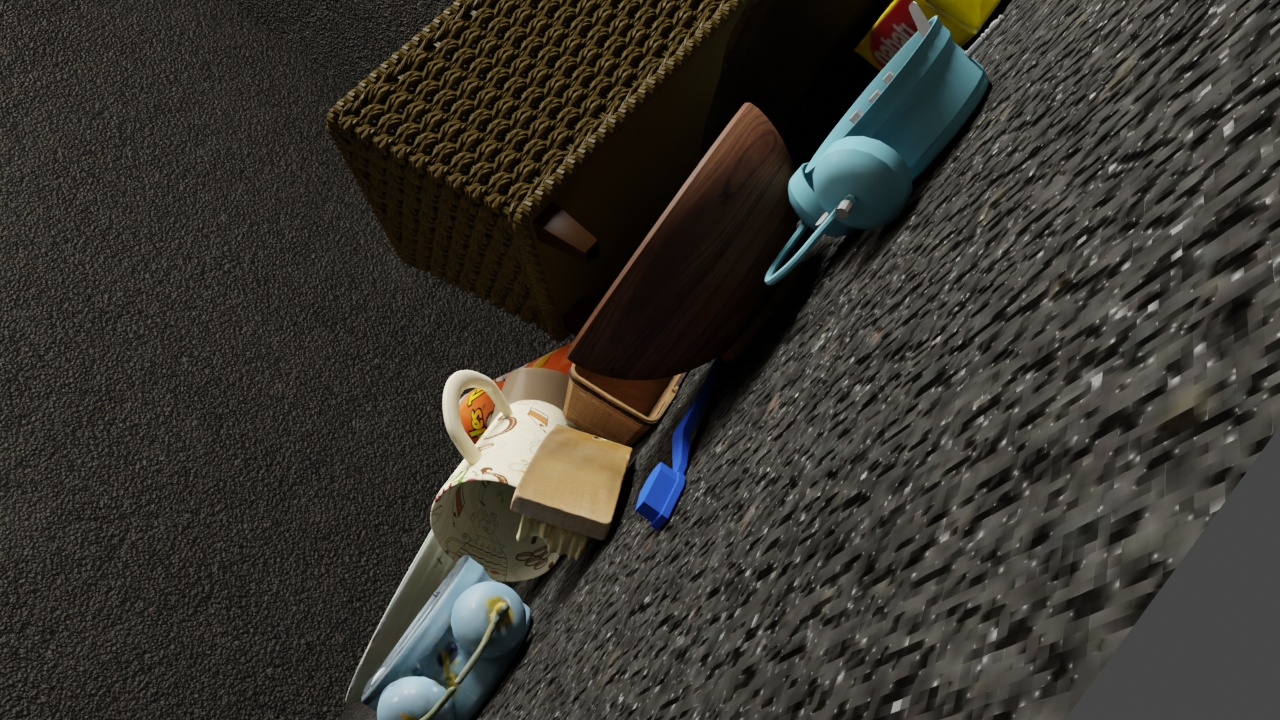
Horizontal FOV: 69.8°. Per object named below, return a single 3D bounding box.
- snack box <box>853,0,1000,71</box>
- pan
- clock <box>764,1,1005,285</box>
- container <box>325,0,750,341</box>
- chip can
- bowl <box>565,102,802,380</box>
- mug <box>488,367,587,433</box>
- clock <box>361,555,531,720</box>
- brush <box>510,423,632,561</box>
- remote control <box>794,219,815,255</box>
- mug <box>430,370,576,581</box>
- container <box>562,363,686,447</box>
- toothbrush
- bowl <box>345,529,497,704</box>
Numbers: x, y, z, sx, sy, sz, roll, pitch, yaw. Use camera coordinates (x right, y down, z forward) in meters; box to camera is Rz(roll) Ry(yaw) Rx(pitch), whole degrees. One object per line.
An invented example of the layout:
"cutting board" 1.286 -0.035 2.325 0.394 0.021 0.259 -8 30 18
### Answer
"snack box" 0.194 -0.239 0.465 0.200 0.042 0.092 -54 3 -2
"pan" 0.095 -0.146 0.599 0.248 0.043 0.357 -34 -24 -56
"clock" 0.086 -0.080 0.360 0.123 0.042 0.087 -52 4 3
"container" -0.025 -0.179 0.690 0.320 0.205 0.177 -49 -22 -18
"chip can" -0.078 0.029 0.777 0.211 0.062 0.062 -23 26 46
"bowl" 0.034 -0.042 0.440 0.147 0.069 0.147 -54 3 4
"mug" -0.083 0.076 0.693 0.112 0.085 0.104 -42 26 53
"clock" -0.096 0.149 0.465 0.088 0.051 0.125 -53 4 -15
"brush" -0.036 0.067 0.489 0.117 0.049 0.039 -70 -2 -78
"remote control" 0.101 -0.096 0.534 0.058 0.013 0.133 -52 5 33
"mug" -0.087 0.060 0.571 0.081 0.122 0.097 -22 26 22
"container" -0.004 0.004 0.600 0.113 0.063 0.061 -57 -3 -41
"toothbrush" 0.026 0.020 0.427 0.017 0.011 0.186 -52 4 29
"bowl" -0.146 0.178 0.675 0.177 0.058 0.176 -63 3 6
